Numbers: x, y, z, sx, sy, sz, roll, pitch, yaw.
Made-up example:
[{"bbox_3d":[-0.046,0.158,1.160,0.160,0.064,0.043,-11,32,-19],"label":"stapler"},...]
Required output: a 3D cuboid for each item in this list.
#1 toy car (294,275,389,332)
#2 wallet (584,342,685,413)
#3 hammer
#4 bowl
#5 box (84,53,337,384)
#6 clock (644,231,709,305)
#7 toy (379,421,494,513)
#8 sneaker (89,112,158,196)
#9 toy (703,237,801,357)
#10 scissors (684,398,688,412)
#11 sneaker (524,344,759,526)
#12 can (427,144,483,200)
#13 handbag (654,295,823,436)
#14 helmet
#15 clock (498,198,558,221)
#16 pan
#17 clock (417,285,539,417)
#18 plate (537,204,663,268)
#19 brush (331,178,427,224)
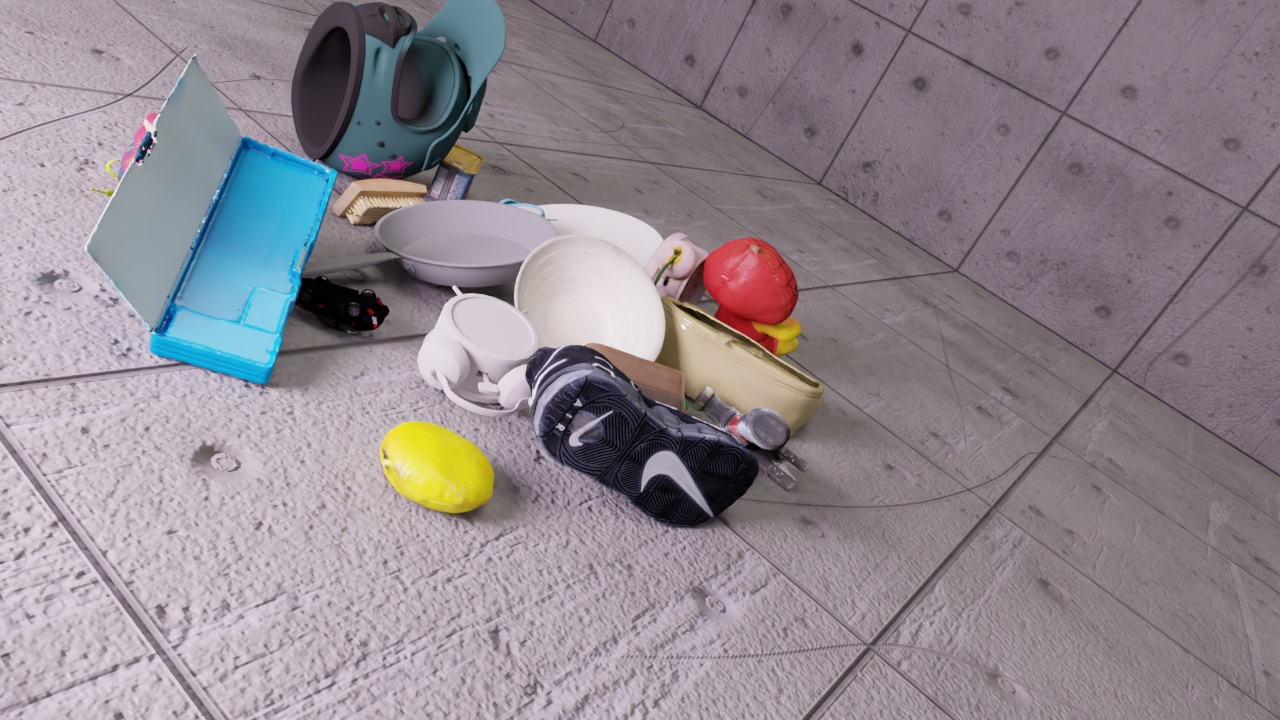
[{"bbox_3d":[-0.280,-0.049,0.842,0.091,0.036,0.042,16,22,-3],"label":"toy car"},{"bbox_3d":[-0.007,0.040,0.934,0.121,0.027,0.098,19,53,-26],"label":"wallet"},{"bbox_3d":[0.111,0.071,0.863,0.140,0.036,0.326,40,-2,5],"label":"hammer"},{"bbox_3d":[-0.063,-0.046,0.999,0.176,0.058,0.176,11,64,-25],"label":"bowl"},{"bbox_3d":[-0.350,-0.111,0.753,0.170,0.070,0.243,43,34,-39],"label":"box"},{"bbox_3d":[0.042,-0.105,1.201,0.059,0.117,0.157,30,13,16],"label":"clock"},{"bbox_3d":[-0.156,0.080,0.707,0.094,0.041,0.095,13,27,-43],"label":"toy"},{"bbox_3d":[-0.436,-0.180,0.901,0.116,0.091,0.241,32,3,-4],"label":"sneaker"},{"bbox_3d":[0.144,-0.079,1.201,0.147,0.098,0.216,36,-16,23],"label":"toy"},{"bbox_3d":[0.033,0.059,0.998,0.130,0.011,0.125,17,25,-25],"label":"scissors"},{"bbox_3d":[-0.010,0.057,0.837,0.252,0.097,0.151,29,13,-36],"label":"sneaker"},{"bbox_3d":[-0.255,-0.253,1.259,0.054,0.059,0.099,23,23,-12],"label":"can"},{"bbox_3d":[0.116,0.002,1.117,0.233,0.089,0.190,32,20,9],"label":"handbag"},{"bbox_3d":[-0.291,-0.337,1.125,0.199,0.276,0.176,-9,69,-41],"label":"helmet"},{"bbox_3d":[-0.177,-0.183,1.212,0.123,0.042,0.087,15,31,21],"label":"clock"},{"bbox_3d":[-0.243,-0.112,0.976,0.201,0.051,0.355,25,34,31],"label":"pan"},{"bbox_3d":[-0.149,0.000,0.860,0.120,0.061,0.159,18,34,-20],"label":"clock"},{"bbox_3d":[-0.082,-0.156,1.253,0.229,0.030,0.229,6,31,-4],"label":"plate"},{"bbox_3d":[-0.302,-0.184,1.081,0.117,0.049,0.039,-11,68,-58],"label":"brush"}]
